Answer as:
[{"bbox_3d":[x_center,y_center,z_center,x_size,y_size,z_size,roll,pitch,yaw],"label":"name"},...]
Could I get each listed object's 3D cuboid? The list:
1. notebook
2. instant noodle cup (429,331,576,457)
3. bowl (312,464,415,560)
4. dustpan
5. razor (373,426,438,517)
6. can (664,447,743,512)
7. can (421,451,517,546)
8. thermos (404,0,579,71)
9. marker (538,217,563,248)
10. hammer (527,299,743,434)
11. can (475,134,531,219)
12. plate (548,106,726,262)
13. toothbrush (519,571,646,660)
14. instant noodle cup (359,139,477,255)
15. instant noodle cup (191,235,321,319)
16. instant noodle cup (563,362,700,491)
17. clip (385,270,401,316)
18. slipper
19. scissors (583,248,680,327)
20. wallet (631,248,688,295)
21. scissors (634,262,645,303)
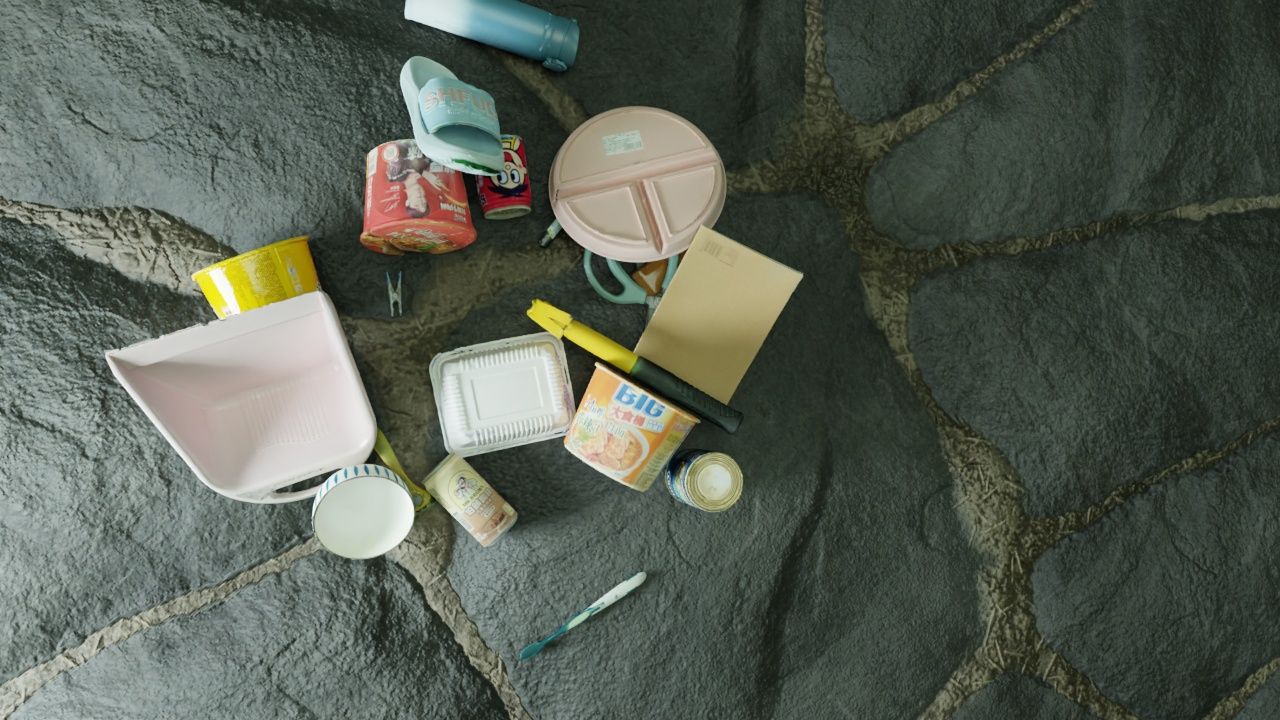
[{"bbox_3d":[0.093,-0.051,1.179,0.149,0.012,0.212,24,108,-15],"label":"notebook"},{"bbox_3d":[-0.169,0.041,1.151,0.173,0.060,0.138,-11,89,-13],"label":"instant noodle cup"},{"bbox_3d":[-0.333,0.172,1.099,0.116,0.066,0.117,-9,117,-18],"label":"bowl"},{"bbox_3d":[-0.408,0.060,1.017,0.222,0.274,0.138,-19,74,-8],"label":"dustpan"},{"bbox_3d":[-0.303,0.131,1.138,0.043,0.028,0.132,-32,92,-8],"label":"razor"},{"bbox_3d":[0.080,0.151,1.168,0.075,0.111,0.075,1,87,-11],"label":"can"},{"bbox_3d":[-0.211,0.172,1.136,0.058,0.058,0.116,-45,96,-10],"label":"can"},{"bbox_3d":[-0.185,-0.431,1.167,0.220,0.070,0.070,16,84,-10],"label":"thermos"},{"bbox_3d":[-0.092,-0.196,1.201,0.018,0.015,0.124,39,84,-6],"label":"marker"},{"bbox_3d":[-0.007,0.007,1.141,0.300,0.129,0.033,30,91,-6],"label":"hammer"},{"bbox_3d":[-0.175,-0.230,1.158,0.066,0.066,0.094,-9,89,-12],"label":"can"},{"bbox_3d":[-0.004,-0.232,1.172,0.229,0.028,0.229,0,68,1],"label":"plate"},{"bbox_3d":[-0.073,0.327,1.180,0.191,0.018,0.016,-31,93,-13],"label":"toothbrush"},{"bbox_3d":[-0.271,-0.197,1.109,0.138,0.138,0.108,-4,82,-12],"label":"instant noodle cup"},{"bbox_3d":[-0.433,-0.072,1.072,0.138,0.138,0.110,-23,101,-12],"label":"instant noodle cup"},{"bbox_3d":[-0.017,0.086,1.141,0.151,0.151,0.111,30,90,-8],"label":"instant noodle cup"},{"bbox_3d":[-0.308,-0.083,1.148,0.041,0.026,0.058,-6,92,-19],"label":"clip"},{"bbox_3d":[-0.219,-0.300,1.086,0.104,0.245,0.074,11,126,-39],"label":"slipper"},{"bbox_3d":[0.000,-0.112,1.175,0.181,0.019,0.170,11,96,-11],"label":"scissors"},{"bbox_3d":[0.071,-0.098,1.217,0.119,0.035,0.130,-39,101,-5],"label":"wallet"},{"bbox_3d":[-0.007,-0.169,1.209,0.159,0.014,0.175,20,86,-15],"label":"scissors"}]
